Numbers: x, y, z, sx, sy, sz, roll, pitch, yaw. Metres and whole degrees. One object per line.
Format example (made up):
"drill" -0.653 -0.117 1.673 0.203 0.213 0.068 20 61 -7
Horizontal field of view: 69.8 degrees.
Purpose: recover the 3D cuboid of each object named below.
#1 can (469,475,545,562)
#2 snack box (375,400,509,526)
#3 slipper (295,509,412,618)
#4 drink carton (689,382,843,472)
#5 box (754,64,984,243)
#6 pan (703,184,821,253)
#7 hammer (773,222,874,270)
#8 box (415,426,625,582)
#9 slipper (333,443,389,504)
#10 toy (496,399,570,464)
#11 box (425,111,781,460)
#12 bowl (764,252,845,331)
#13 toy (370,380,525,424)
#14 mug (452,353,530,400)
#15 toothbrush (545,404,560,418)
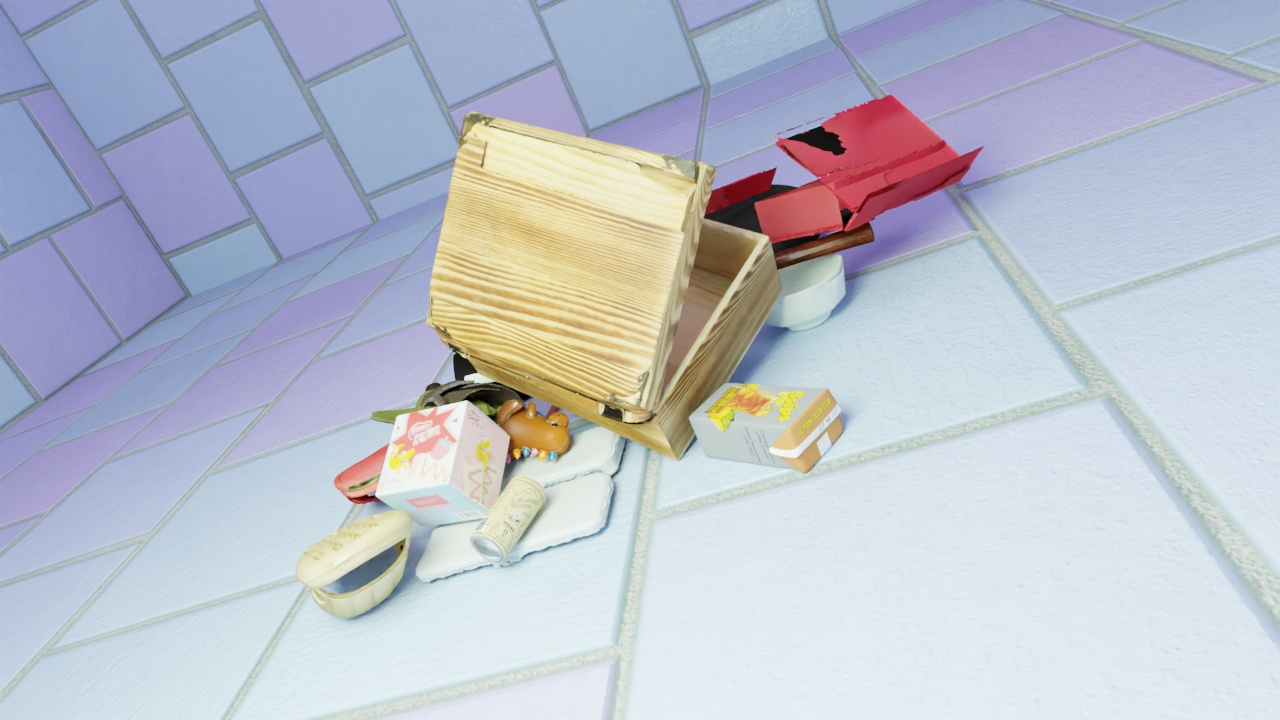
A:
"can" -0.122 0.146 0.853 0.038 0.038 0.079 -7 33 36
"snack box" -0.196 0.104 0.919 0.093 0.079 0.094 -12 51 26
"slipper" -0.273 0.201 0.899 0.111 0.079 0.262 -31 5 -24
"drink carton" 0.115 0.059 0.848 0.125 0.048 0.076 2 34 48
"box" 0.313 -0.261 0.938 0.214 0.138 0.469 -25 -6 -31
"pan" 0.111 -0.154 1.245 0.204 0.044 0.354 11 38 37
"hammer" 0.119 -0.102 1.058 0.301 0.028 0.111 -17 18 13
"box" -0.120 0.139 0.934 0.209 0.038 0.189 -18 21 17
"slipper" -0.291 0.131 1.092 0.103 0.059 0.248 -26 7 -1
"toy" -0.122 0.094 0.962 0.090 0.070 0.102 9 58 37
"box" -0.060 -0.079 0.903 0.279 0.264 0.269 21 68 28
"bowl" 0.184 -0.073 1.056 0.117 0.061 0.117 -21 22 9
"toy" -0.201 0.061 1.059 0.179 0.078 0.153 2 2 -40
"mug" -0.183 0.021 1.174 0.100 0.085 0.119 -11 -2 -3
"toothbrush" -0.102 0.053 1.130 0.016 0.015 0.183 -12 24 36
